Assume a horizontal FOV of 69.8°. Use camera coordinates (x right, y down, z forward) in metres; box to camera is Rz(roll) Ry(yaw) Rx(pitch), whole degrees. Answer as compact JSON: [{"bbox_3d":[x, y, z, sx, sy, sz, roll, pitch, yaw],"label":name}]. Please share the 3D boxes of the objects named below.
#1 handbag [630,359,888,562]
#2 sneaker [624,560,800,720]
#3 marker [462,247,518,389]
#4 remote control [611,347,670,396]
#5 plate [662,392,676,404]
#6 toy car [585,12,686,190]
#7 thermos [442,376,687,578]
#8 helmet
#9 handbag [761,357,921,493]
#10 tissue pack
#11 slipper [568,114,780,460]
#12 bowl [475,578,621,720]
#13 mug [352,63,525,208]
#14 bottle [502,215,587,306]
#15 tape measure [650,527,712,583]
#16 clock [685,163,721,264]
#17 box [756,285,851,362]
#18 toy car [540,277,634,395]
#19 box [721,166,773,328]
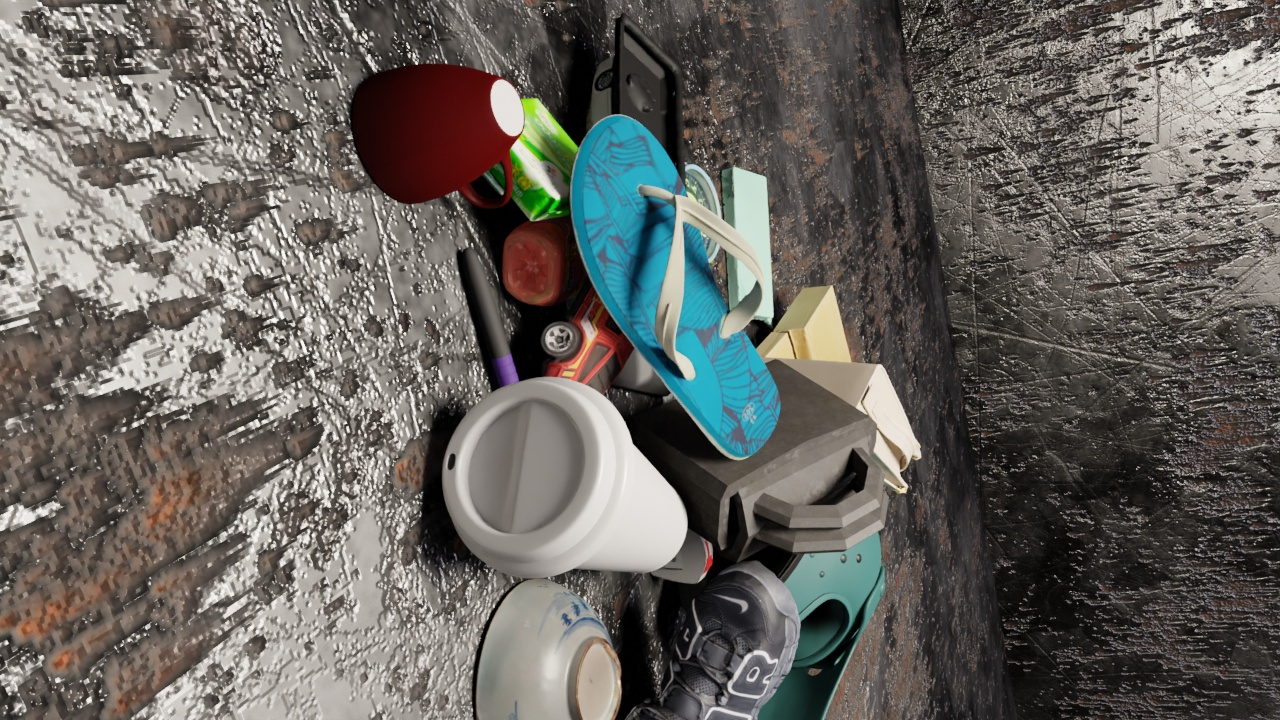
[{"bbox_3d":[0.125,0.102,0.815,0.196,0.199,0.102,-20,125,-32],"label":"handbag"},{"bbox_3d":[0.035,0.283,0.742,0.150,0.097,0.253,-9,119,-51],"label":"sneaker"},{"bbox_3d":[-0.107,-0.017,0.666,0.015,0.018,0.134,-33,110,-58],"label":"marker"},{"bbox_3d":[-0.005,0.005,0.855,0.140,0.021,0.045,14,70,-60],"label":"remote control"},{"bbox_3d":[0.063,0.055,0.981,0.157,0.014,0.156,23,64,-60],"label":"plate"},{"bbox_3d":[-0.012,-0.204,0.825,0.094,0.071,0.191,28,50,-43],"label":"toy car"},{"bbox_3d":[-0.038,0.101,0.669,0.222,0.132,0.131,43,46,-62],"label":"thermos"},{"bbox_3d":[0.145,0.236,0.930,0.200,0.177,0.273,58,46,-32],"label":"helmet"},{"bbox_3d":[0.213,0.088,1.012,0.198,0.195,0.101,50,61,-34],"label":"handbag"},{"bbox_3d":[-0.080,-0.152,0.687,0.114,0.034,0.099,51,29,5],"label":"tissue pack"},{"bbox_3d":[0.040,-0.044,0.691,0.118,0.060,0.295,-44,116,-26],"label":"slipper"},{"bbox_3d":[-0.053,0.234,0.666,0.150,0.057,0.150,25,61,-59],"label":"bowl"},{"bbox_3d":[-0.116,-0.144,0.600,0.114,0.089,0.086,55,38,-42],"label":"mug"},{"bbox_3d":[-0.058,-0.088,0.739,0.134,0.048,0.071,-38,137,-61],"label":"bottle"},{"bbox_3d":[0.035,0.173,0.848,0.020,0.060,0.062,-16,101,-63],"label":"tape measure"},{"bbox_3d":[0.025,-0.141,0.907,0.161,0.060,0.118,-13,97,-59],"label":"clock"},{"bbox_3d":[0.214,0.068,1.199,0.252,0.068,0.247,-41,121,-40],"label":"box"},{"bbox_3d":[-0.023,-0.043,0.727,0.082,0.056,0.189,78,37,-71],"label":"toy car"},{"bbox_3d":[0.147,-0.140,1.169,0.138,0.052,0.187,8,78,-56],"label":"box"}]
